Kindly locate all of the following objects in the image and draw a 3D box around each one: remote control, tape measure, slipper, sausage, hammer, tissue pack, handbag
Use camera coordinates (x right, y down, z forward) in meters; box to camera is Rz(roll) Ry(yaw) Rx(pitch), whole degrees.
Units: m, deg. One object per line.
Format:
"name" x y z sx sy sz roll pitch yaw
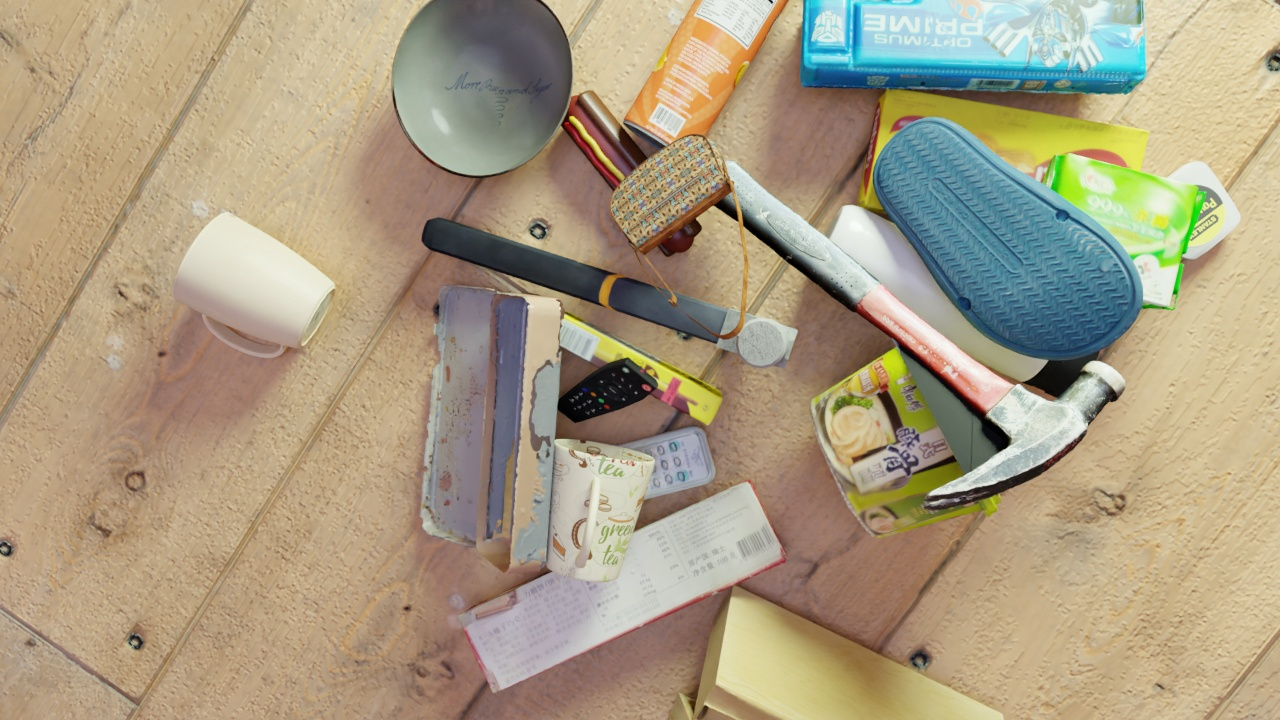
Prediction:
"remote control" -0.006 0.092 0.770 0.133 0.022 0.050 -15 94 6
"tape measure" 0.425 -0.115 0.717 0.064 0.016 0.065 -38 91 7
"slipper" 0.252 -0.086 0.653 0.213 0.059 0.104 50 115 22
"remote control" -0.031 0.026 0.729 0.039 0.125 0.010 39 57 -16
"sausage" -0.009 -0.151 0.742 0.040 0.040 0.155 -39 90 7
"hammer" -0.030 -0.057 0.718 0.313 0.139 0.035 19 96 13
"tissue pack" 0.342 -0.092 0.672 0.114 0.034 0.099 15 89 1
"hammer" 0.153 -0.037 0.642 0.140 0.036 0.326 -42 61 -4
"handbag" 0.041 -0.080 0.646 0.094 0.195 0.043 -35 134 14

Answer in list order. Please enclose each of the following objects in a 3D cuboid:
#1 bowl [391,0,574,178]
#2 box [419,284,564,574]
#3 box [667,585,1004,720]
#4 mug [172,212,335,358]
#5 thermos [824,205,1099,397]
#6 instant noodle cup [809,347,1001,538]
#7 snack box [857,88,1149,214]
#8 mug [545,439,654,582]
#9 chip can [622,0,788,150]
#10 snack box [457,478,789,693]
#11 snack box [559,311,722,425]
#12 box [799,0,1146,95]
"bowl" -0.120 -0.219 0.736 0.151 0.056 0.151 0 93 8
"box" -0.122 0.050 0.739 0.157 0.063 0.216 8 97 37
"box" 0.156 0.307 0.722 0.249 0.140 0.148 25 104 3
"mug" -0.320 -0.050 0.764 0.104 0.085 0.112 28 125 -9
"thermos" 0.254 -0.058 0.716 0.230 0.068 0.101 26 83 2
"instant noodle cup" 0.196 0.063 0.694 0.098 0.146 0.146 -27 92 16
"snack box" 0.278 -0.147 0.715 0.201 0.042 0.092 11 95 4
"mug" -0.036 0.119 0.699 0.081 0.122 0.097 11 92 -4
"chip can" 0.067 -0.260 0.714 0.062 0.062 0.210 32 97 2
"snack box" -0.015 0.189 0.771 0.273 0.044 0.076 -27 86 6
"snack box" -0.004 0.004 0.744 0.149 0.061 0.025 28 95 2
"box" 0.244 -0.243 0.694 0.243 0.066 0.091 3 81 4
